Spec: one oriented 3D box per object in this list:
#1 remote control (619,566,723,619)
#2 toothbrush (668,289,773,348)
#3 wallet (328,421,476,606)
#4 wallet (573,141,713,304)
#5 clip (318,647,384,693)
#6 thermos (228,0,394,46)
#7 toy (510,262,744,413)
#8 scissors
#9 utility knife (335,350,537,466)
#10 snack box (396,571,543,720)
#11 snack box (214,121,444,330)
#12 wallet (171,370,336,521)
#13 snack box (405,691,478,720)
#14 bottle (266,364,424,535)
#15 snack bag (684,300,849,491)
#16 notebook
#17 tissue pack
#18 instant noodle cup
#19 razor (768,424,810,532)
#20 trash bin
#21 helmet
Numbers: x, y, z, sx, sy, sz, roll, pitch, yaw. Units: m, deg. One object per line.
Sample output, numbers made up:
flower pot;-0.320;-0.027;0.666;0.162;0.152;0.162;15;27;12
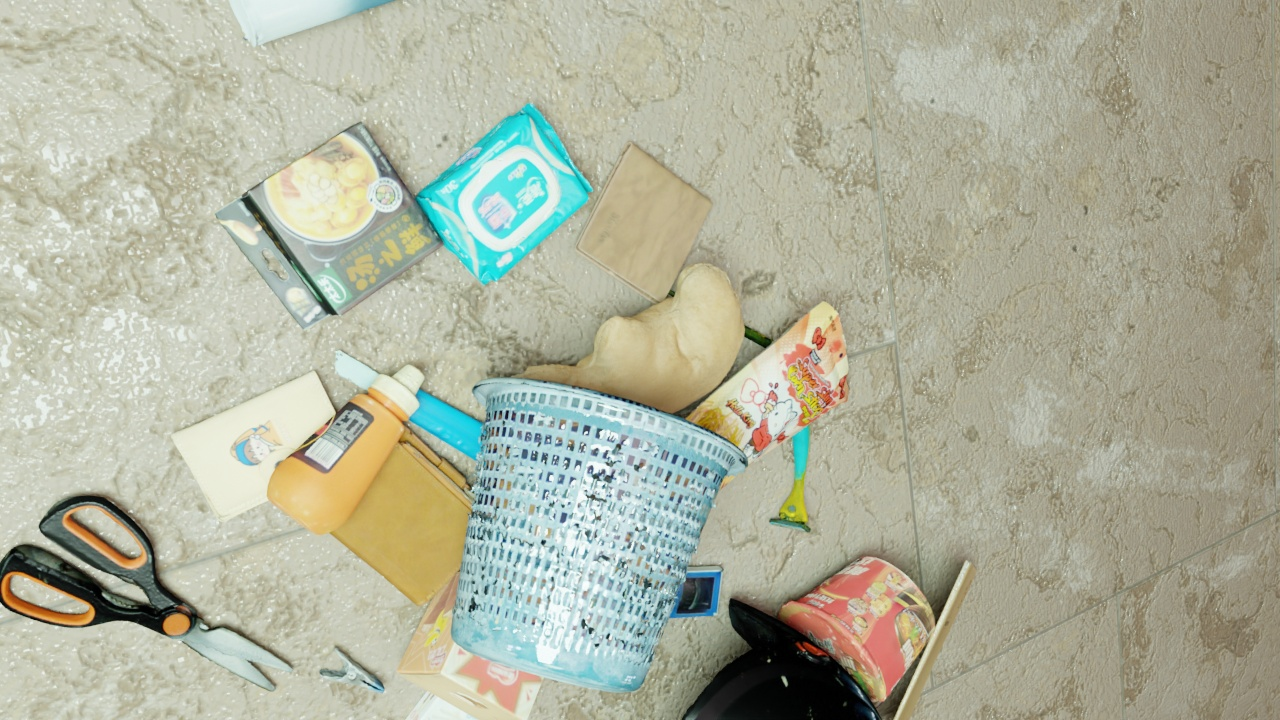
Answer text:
remote control;0.025;0.228;0.903;0.124;0.024;0.049;5;96;-25
toothbrush;0.076;-0.046;0.892;0.185;0.012;0.017;27;75;-27
wallet;-0.196;0.131;0.777;0.107;0.031;0.132;-46;114;-9
wallet;0.004;-0.123;0.833;0.101;0.020;0.115;30;77;-26
clip;-0.243;0.266;0.782;0.056;0.024;0.026;34;80;-20
thermos;-0.200;-0.302;0.690;0.220;0.070;0.070;-28;109;-20
toy;-0.005;0.005;0.813;0.225;0.082;0.143;-30;133;-14
scissors;-0.381;0.202;0.709;0.161;0.022;0.234;-26;112;-13
utility knife;-0.172;0.049;0.783;0.203;0.018;0.034;35;79;-25
snack box;-0.133;0.243;0.781;0.093;0.077;0.094;41;53;-25
snack box;-0.239;-0.102;0.713;0.125;0.053;0.113;-41;113;-20
wallet;-0.293;0.071;0.725;0.115;0.024;0.087;-28;112;-22
snack box;-0.181;0.353;0.822;0.084;0.027;0.156;42;79;-24
bottle;-0.222;0.063;0.720;0.067;0.067;0.149;46;67;-24
snack bag;0.117;0.047;0.881;0.207;0.073;0.129;-35;131;-11
notebook;0.328;0.323;1.028;0.207;0.008;0.147;-63;153;-4
tissue pack;-0.112;-0.138;0.764;0.133;0.050;0.093;-45;113;-13
instant noodle cup;0.229;0.278;0.957;0.108;0.138;0.138;-33;111;-27
razor;0.162;0.109;0.948;0.028;0.043;0.132;0;95;-53
trash bin;-0.049;0.140;0.710;0.226;0.227;0.194;24;73;-27
helmet;0.118;0.374;0.859;0.233;0.230;0.274;-59;155;-7
